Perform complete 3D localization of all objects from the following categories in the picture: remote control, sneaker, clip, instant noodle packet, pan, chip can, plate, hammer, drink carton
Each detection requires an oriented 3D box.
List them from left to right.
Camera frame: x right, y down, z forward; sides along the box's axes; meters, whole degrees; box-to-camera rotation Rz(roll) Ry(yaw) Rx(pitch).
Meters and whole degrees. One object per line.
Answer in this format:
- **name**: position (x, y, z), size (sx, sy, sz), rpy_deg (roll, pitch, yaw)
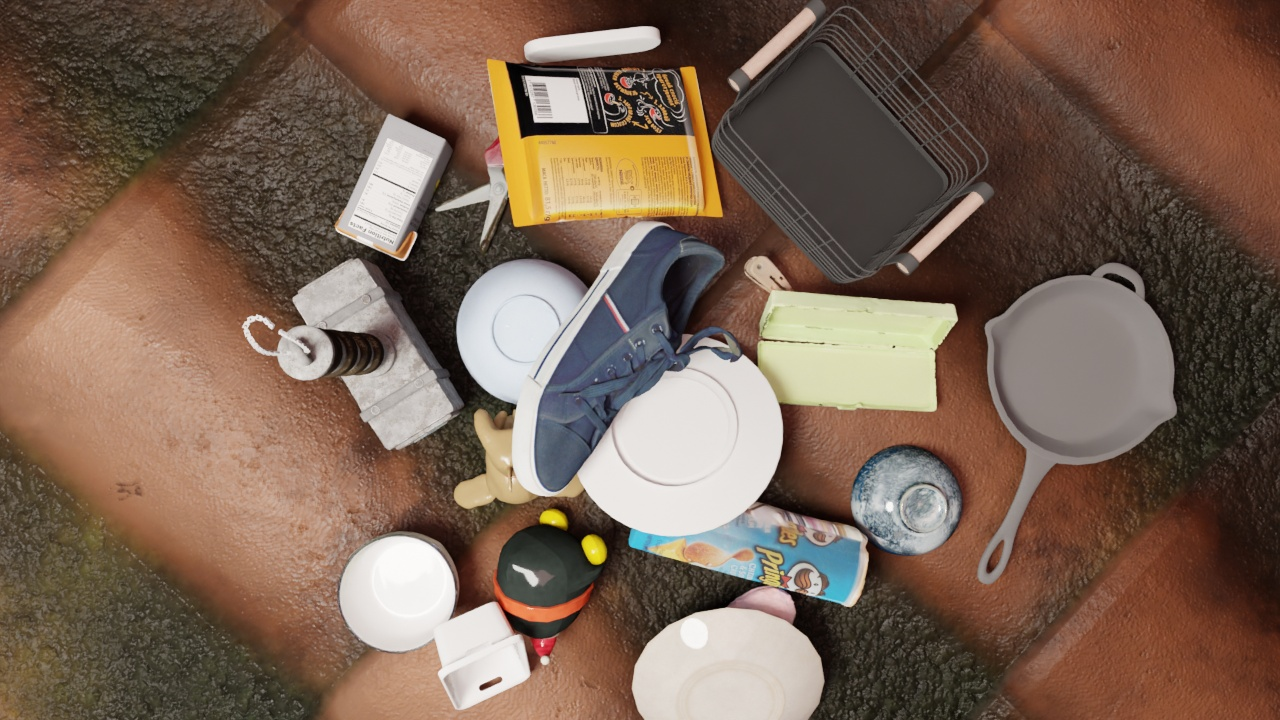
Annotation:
- **hammer**: position (-0.243, -0.005, 0.770), size (0.079, 0.326, 0.177), rpy_deg (-32, 92, -2)
- **drink carton**: position (-0.242, -0.169, 0.907), size (0.076, 0.048, 0.125), rpy_deg (24, 89, -2)
- **remote control**: position (-0.048, -0.315, 0.917), size (0.136, 0.043, 0.013), rpy_deg (-7, 90, -2)
- **instant noodle packet**: position (-0.030, -0.211, 0.887), size (0.220, 0.032, 0.159), rpy_deg (-7, 82, -25)
- **sneaker**: position (-0.005, 0.005, 0.853), size (0.127, 0.121, 0.294), rpy_deg (19, 71, 38)
- **plate**: position (0.033, 0.066, 0.893), size (0.209, 0.015, 0.208), rpy_deg (-3, 66, 6)
- **plate**: position (0.087, 0.326, 0.899), size (0.189, 0.027, 0.189), rpy_deg (0, 114, 0)
- **chip can**: position (0.107, 0.177, 0.912), size (0.229, 0.080, 0.080), rpy_deg (15, 90, -2)
- **clip**: position (0.133, -0.083, 0.928), size (0.060, 0.041, 0.024), rpy_deg (39, 90, 3)
- **pan**: position (0.425, 0.066, 0.948), size (0.216, 0.024, 0.354), rpy_deg (25, 89, -2)

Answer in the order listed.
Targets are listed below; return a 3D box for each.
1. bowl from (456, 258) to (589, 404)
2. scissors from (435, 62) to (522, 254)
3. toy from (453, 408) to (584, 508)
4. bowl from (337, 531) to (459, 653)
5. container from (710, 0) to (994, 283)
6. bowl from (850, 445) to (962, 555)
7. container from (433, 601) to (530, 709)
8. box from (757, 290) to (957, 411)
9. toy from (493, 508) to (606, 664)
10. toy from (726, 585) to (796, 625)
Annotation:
- **bowl**: position (-0.111, -0.029, 0.901), size (0.150, 0.075, 0.150), rpy_deg (0, 90, -2)
- **scissors**: position (-0.107, -0.197, 0.930), size (0.179, 0.015, 0.199), rpy_deg (12, 91, -2)
- **toy**: position (-0.123, 0.093, 0.891), size (0.134, 0.108, 0.105), rpy_deg (-6, 63, -2)
- **bowl**: position (-0.232, 0.221, 0.902), size (0.116, 0.065, 0.116), rpy_deg (0, 90, -3)
- **container**: position (0.197, -0.202, 0.884), size (0.163, 0.130, 0.241), rpy_deg (-43, 92, -2)
- **bowl**: position (0.276, 0.146, 0.926), size (0.114, 0.061, 0.114), rpy_deg (0, 92, -2)
- **container**: position (-0.154, 0.281, 0.879), size (0.080, 0.129, 0.049), rpy_deg (-21, 59, -16)
- **box**: position (0.213, -0.013, 0.930), size (0.188, 0.064, 0.130), rpy_deg (2, 111, -2)
- **toy**: position (-0.095, 0.222, 0.897), size (0.097, 0.099, 0.119), rpy_deg (25, 120, 38)
- **toy**: position (0.119, 0.285, 0.926), size (0.108, 0.053, 0.105), rpy_deg (-35, 101, 3)
